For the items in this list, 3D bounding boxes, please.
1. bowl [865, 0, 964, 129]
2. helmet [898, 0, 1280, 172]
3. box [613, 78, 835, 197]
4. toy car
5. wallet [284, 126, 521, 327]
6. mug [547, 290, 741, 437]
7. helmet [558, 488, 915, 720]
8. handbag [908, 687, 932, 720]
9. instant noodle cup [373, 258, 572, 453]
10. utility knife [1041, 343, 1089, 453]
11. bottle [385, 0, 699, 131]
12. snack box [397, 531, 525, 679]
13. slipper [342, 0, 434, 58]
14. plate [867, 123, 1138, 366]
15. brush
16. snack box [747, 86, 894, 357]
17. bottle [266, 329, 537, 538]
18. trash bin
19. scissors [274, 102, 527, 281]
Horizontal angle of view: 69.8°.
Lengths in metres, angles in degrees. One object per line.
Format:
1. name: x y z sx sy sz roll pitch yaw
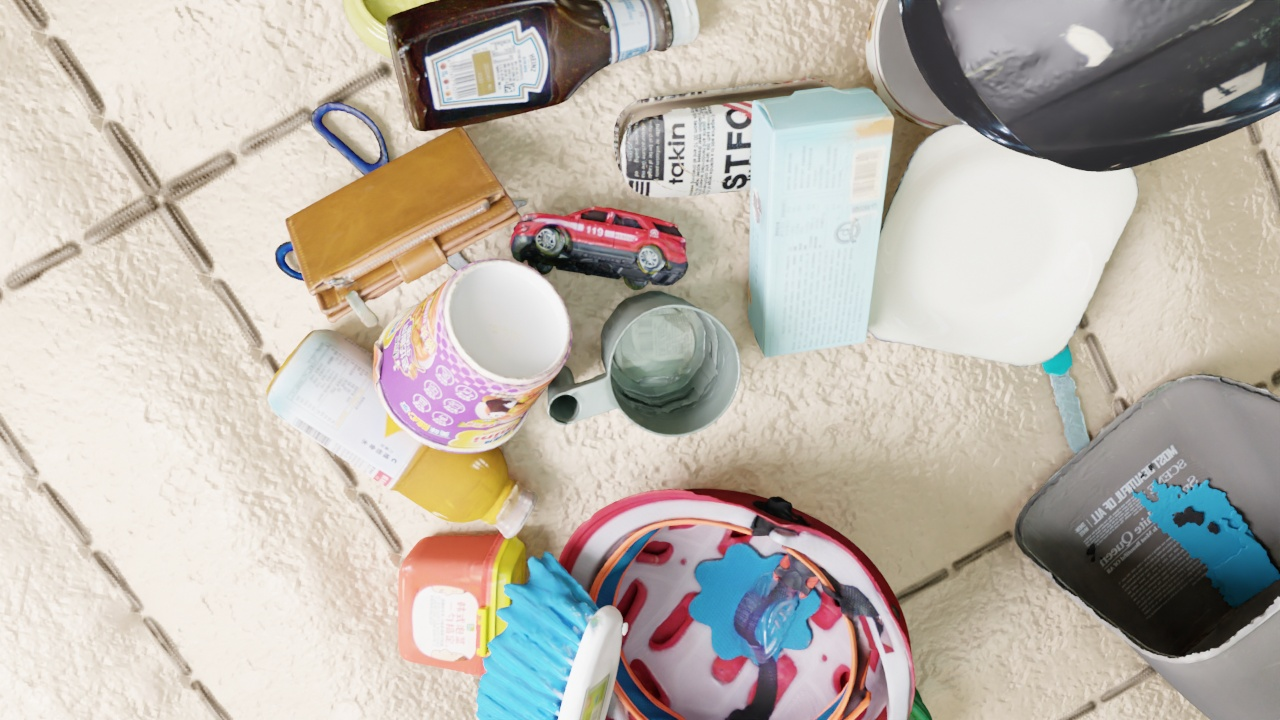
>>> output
1. bowl: 0.201 -0.210 0.617 0.113 0.062 0.113 -1 99 -7
2. helmet: 0.268 -0.223 0.475 0.276 0.229 0.233 -26 106 38
3. box: 0.062 -0.152 0.625 0.163 0.081 0.075 -11 131 -7
4. toy car: -0.027 -0.078 0.620 0.120 0.053 0.045 6 76 -15
5. wallet: -0.148 -0.085 0.563 0.130 0.119 0.035 -29 141 -6
6. mug: -0.004 0.004 0.612 0.124 0.103 0.084 -18 103 -3
7. helmet: 0.069 0.184 0.636 0.240 0.143 0.207 35 105 18
8. handbag: 0.153 0.282 0.709 0.131 0.068 0.120 -37 95 2
9. instant noodle cup: -0.100 -0.006 0.577 0.111 0.099 0.111 12 65 -27
10. utility knife: 0.308 -0.026 0.690 0.029 0.013 0.221 -22 103 -2
11. bottle: -0.058 -0.201 0.584 0.194 0.044 0.080 -17 144 -13
12. snack box: -0.126 0.169 0.642 0.080 0.082 0.091 4 102 2
13. slipper: -0.116 -0.273 0.557 0.091 0.081 0.191 29 99 -14
14. plate: 0.244 -0.081 0.645 0.164 0.034 0.164 11 117 -6
15. brush: -0.061 0.286 0.613 0.109 0.060 0.315 23 112 26
16. snack box: 0.113 -0.086 0.601 0.074 0.051 0.175 -8 128 -5
17. bottle: -0.156 0.055 0.620 0.189 0.068 0.068 36 94 -12
18. trash bin: 0.433 0.162 0.657 0.199 0.198 0.220 -43 112 4
19. scissors: -0.167 -0.099 0.619 0.175 0.012 0.162 -25 104 -4
